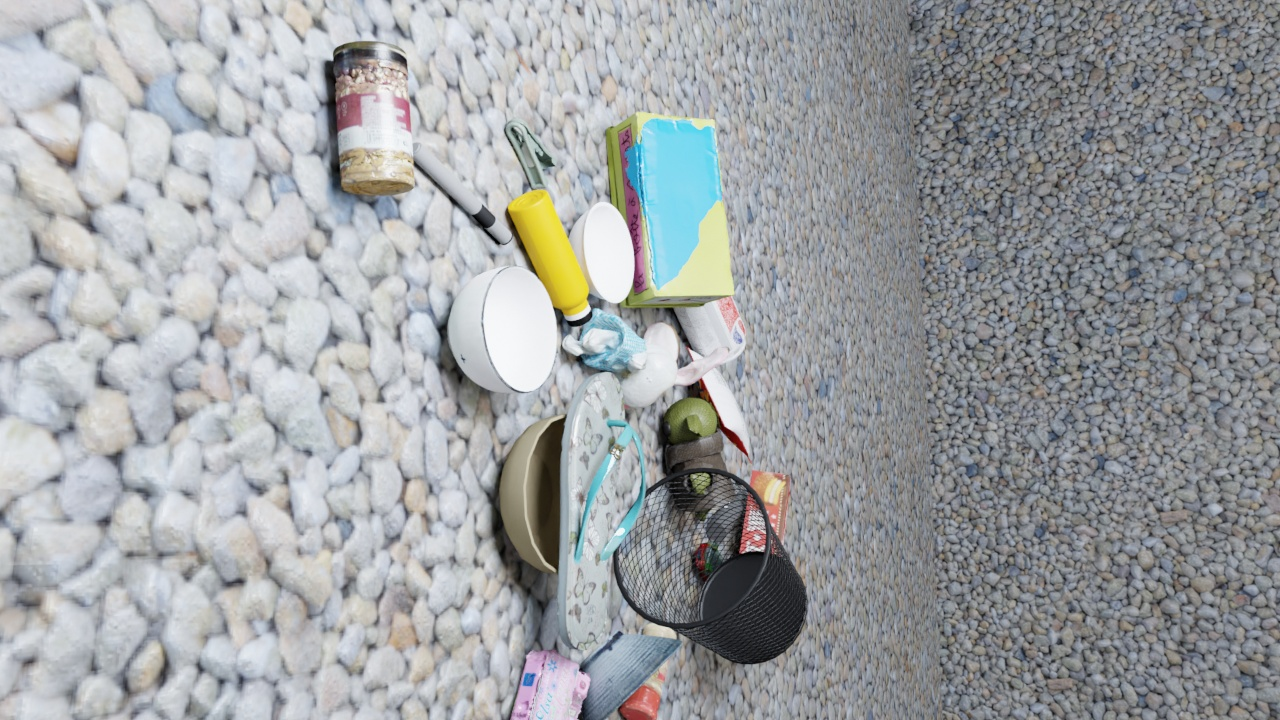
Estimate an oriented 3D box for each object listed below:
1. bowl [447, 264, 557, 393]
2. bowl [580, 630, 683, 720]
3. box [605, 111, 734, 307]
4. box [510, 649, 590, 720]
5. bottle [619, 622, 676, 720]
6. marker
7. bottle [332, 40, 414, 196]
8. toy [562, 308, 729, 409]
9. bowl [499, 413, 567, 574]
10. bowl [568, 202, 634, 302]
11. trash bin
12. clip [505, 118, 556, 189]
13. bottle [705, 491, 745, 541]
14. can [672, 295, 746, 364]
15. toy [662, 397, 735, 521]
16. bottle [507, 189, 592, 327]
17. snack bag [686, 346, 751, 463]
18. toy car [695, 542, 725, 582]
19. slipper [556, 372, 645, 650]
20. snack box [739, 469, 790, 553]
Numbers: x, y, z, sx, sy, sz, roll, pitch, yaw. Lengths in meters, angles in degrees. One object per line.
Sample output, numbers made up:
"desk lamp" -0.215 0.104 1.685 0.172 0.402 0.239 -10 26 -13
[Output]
"bowl" -0.129 -0.025 0.818 0.113 0.063 0.113 16 72 -61
"bowl" -0.024 0.318 0.948 0.057 0.137 0.136 47 25 13
"box" 0.034 -0.177 1.091 0.124 0.081 0.221 -5 85 -32
"box" -0.094 0.384 0.828 0.084 0.053 0.229 54 41 -45
"bottle" 0.010 0.355 1.046 0.044 0.044 0.108 62 33 -36
"marker" -0.161 -0.149 0.830 0.140 0.016 0.016 45 47 -51
"bottle" -0.205 -0.184 0.707 0.056 0.056 0.105 -1 86 -63
"toy" -0.006 0.006 1.028 0.205 0.131 0.106 8 99 -50
"bowl" -0.089 0.129 0.882 0.152 0.051 0.152 18 70 -61
"bowl" -0.051 -0.116 1.010 0.109 0.041 0.110 17 70 -61
"trash bin" 0.097 0.255 1.075 0.210 0.184 0.183 51 42 -48
"clip" -0.112 -0.214 0.929 0.076 0.023 0.059 57 37 -46
"bottle" 0.127 0.217 1.307 0.112 0.030 0.030 -39 120 -58
"can" 0.089 -0.065 1.231 0.136 0.078 0.078 62 35 -37
"toy" 0.070 0.123 1.159 0.179 0.078 0.153 -73 150 -82
"bottle" -0.087 -0.100 0.934 0.144 0.043 0.043 67 32 -30
"snack bag" 0.110 0.060 1.239 0.130 0.039 0.144 67 8 31
"toy car" 0.099 0.281 1.235 0.091 0.036 0.042 60 37 -41
"slipper" -0.037 0.135 0.869 0.098 0.055 0.268 31 60 -55
"snack box" 0.172 0.287 1.317 0.113 0.060 0.235 81 19 -54
